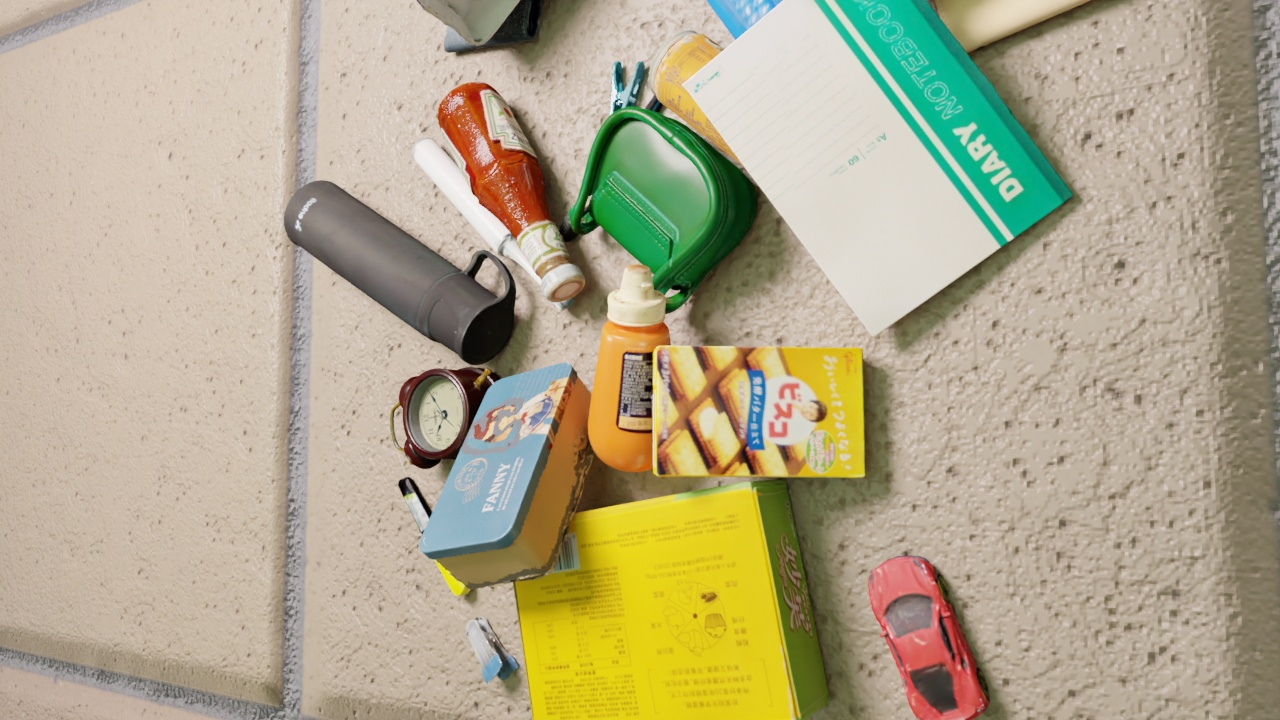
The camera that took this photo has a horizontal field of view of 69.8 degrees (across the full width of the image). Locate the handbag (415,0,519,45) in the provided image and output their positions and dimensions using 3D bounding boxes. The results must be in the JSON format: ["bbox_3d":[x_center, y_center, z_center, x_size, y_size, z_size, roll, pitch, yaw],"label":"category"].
[{"bbox_3d":[-0.152,-0.379,0.759,0.145,0.098,0.197,-44,61,19],"label":"handbag"}]

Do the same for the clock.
[{"bbox_3d":[-0.165,0.048,0.775,0.122,0.055,0.082,-13,80,30],"label":"clock"}]

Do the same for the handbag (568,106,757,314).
[{"bbox_3d":[0.012,-0.113,0.678,0.131,0.067,0.120,44,113,24],"label":"handbag"}]

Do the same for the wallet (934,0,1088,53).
[{"bbox_3d":[0.244,-0.255,0.583,0.115,0.024,0.087,-18,74,30],"label":"wallet"}]

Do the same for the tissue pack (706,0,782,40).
[{"bbox_3d":[0.089,-0.284,0.657,0.095,0.052,0.157,-38,69,20],"label":"tissue pack"}]

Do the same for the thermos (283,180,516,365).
[{"bbox_3d":[-0.208,-0.089,0.809,0.242,0.068,0.090,32,85,26],"label":"thermos"}]

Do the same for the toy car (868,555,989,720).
[{"bbox_3d":[0.180,0.177,0.584,0.049,0.031,0.106,-26,72,25],"label":"toy car"}]

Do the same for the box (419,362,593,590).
[{"bbox_3d":[-0.091,0.087,0.672,0.090,0.060,0.183,-16,36,27],"label":"box"}]

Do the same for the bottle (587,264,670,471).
[{"bbox_3d":[-0.004,0.004,0.657,0.067,0.066,0.150,16,117,30],"label":"bottle"}]

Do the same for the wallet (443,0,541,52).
[{"bbox_3d":[-0.128,-0.334,0.805,0.097,0.019,0.121,5,86,30],"label":"wallet"}]

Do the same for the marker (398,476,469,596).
[{"bbox_3d":[-0.181,0.152,0.802,0.018,0.015,0.124,-45,64,18],"label":"marker"}]

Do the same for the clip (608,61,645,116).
[{"bbox_3d":[-0.014,-0.212,0.733,0.039,0.013,0.056,13,91,30],"label":"clip"}]

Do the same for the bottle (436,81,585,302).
[{"bbox_3d":[-0.103,-0.138,0.749,0.060,0.059,0.206,-38,67,22],"label":"bottle"}]

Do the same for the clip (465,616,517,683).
[{"bbox_3d":[-0.127,0.238,0.762,0.027,0.045,0.058,-52,59,18],"label":"clip"}]

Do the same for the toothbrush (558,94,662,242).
[{"bbox_3d":[-0.010,-0.173,0.728,0.190,0.014,0.016,-55,48,15],"label":"toothbrush"}]

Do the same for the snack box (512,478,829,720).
[{"bbox_3d":[0.014,0.179,0.655,0.210,0.070,0.157,-15,79,28],"label":"snack box"}]

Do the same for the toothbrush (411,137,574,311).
[{"bbox_3d":[-0.127,-0.116,0.782,0.026,0.027,0.221,-40,66,-6],"label":"toothbrush"}]

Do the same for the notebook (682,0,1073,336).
[{"bbox_3d":[0.148,-0.141,0.584,0.150,0.012,0.209,-37,92,15],"label":"notebook"}]

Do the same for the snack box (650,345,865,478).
[{"bbox_3d":[0.078,0.035,0.614,0.140,0.034,0.087,1,85,-4],"label":"snack box"}]

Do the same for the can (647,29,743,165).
[{"bbox_3d":[0.073,-0.176,0.654,0.146,0.058,0.058,44,107,25],"label":"can"}]
